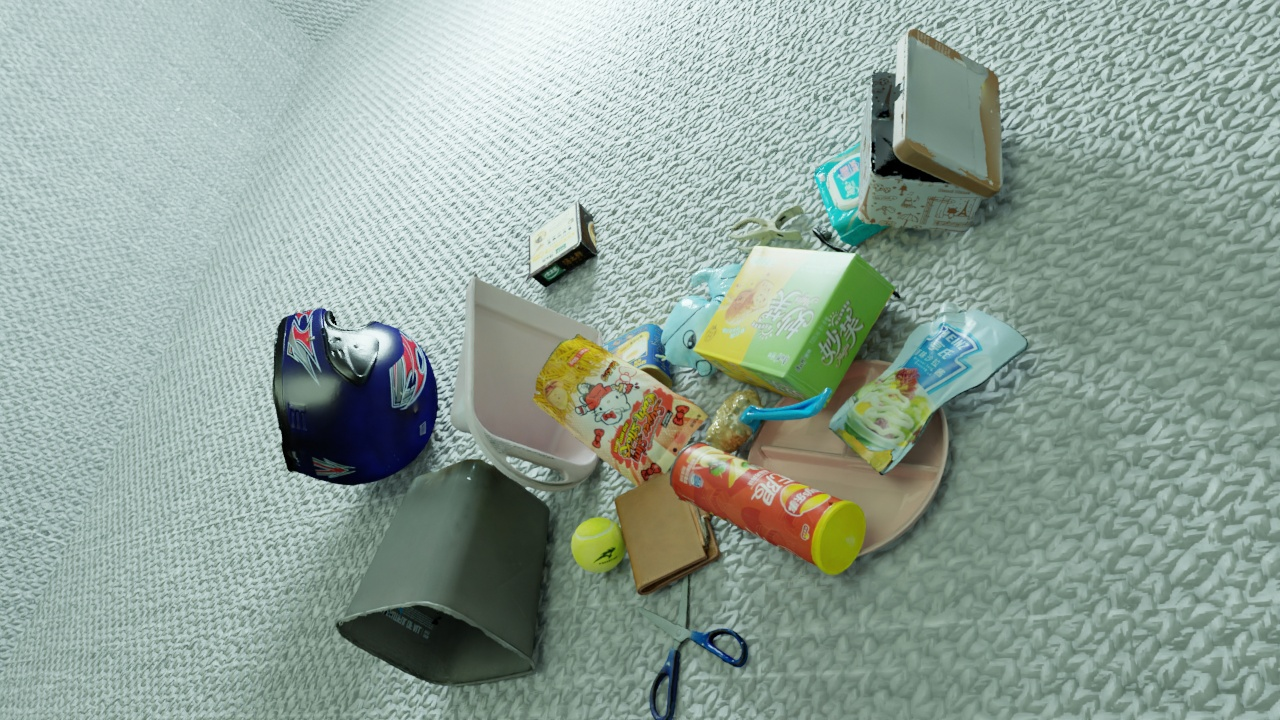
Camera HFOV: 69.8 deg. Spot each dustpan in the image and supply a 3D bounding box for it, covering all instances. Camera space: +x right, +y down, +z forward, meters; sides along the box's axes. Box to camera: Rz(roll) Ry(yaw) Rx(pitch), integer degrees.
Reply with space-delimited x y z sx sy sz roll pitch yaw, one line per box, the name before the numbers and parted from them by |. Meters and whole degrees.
dustpan | -0.132 0.035 1.216 0.139 0.222 0.273 -7 67 56

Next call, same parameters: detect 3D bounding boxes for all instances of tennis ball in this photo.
tennis ball | -0.050 0.221 1.098 0.066 0.065 0.065 -26 45 28

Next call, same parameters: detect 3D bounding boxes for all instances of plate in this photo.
plate | 0.214 0.104 0.962 0.230 0.028 0.229 -25 46 28

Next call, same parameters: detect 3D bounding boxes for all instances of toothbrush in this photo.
toothbrush | 0.260 -0.122 1.109 0.017 0.014 0.189 -35 40 0

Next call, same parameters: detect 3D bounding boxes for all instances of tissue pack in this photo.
tissue pack | 0.274 -0.207 1.132 0.093 0.050 0.133 -30 44 22

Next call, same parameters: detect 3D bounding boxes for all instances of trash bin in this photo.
trash bin | -0.229 0.264 1.151 0.199 0.199 0.219 -21 41 32

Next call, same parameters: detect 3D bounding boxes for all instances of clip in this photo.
clip | 0.169 -0.175 1.225 0.100 0.034 0.070 -12 51 33

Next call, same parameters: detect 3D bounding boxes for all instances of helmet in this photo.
helmet | -0.453 0.048 1.486 0.240 0.248 0.315 -7 49 -14

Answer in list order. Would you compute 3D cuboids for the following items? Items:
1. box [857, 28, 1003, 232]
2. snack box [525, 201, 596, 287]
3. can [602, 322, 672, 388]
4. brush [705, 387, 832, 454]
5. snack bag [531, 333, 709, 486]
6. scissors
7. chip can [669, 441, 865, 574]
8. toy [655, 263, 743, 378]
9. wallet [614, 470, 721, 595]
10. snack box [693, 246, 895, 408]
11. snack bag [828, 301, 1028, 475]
box | 0.326 -0.255 1.015 0.146 0.148 0.180 5 58 7
snack box | -0.133 -0.186 1.511 0.113 0.053 0.125 -30 44 24
can | -0.007 0.007 1.234 0.102 0.057 0.083 -26 43 29
brush | 0.136 0.058 0.982 0.083 0.046 0.255 -55 10 -19
snack bag | -0.031 0.062 1.157 0.208 0.073 0.128 35 85 20
scissors | 0.045 0.304 0.982 0.176 0.012 0.162 3 62 48
chip can | 0.124 0.145 0.939 0.217 0.073 0.073 20 75 50
toy | 0.085 -0.052 1.192 0.156 0.050 0.161 -29 52 8
wallet | 0.029 0.193 1.064 0.108 0.031 0.131 -29 46 11
snack box | 0.169 -0.046 1.052 0.157 0.070 0.210 -59 25 -5
snack bag | 0.280 0.023 0.914 0.191 0.039 0.110 -46 28 3
